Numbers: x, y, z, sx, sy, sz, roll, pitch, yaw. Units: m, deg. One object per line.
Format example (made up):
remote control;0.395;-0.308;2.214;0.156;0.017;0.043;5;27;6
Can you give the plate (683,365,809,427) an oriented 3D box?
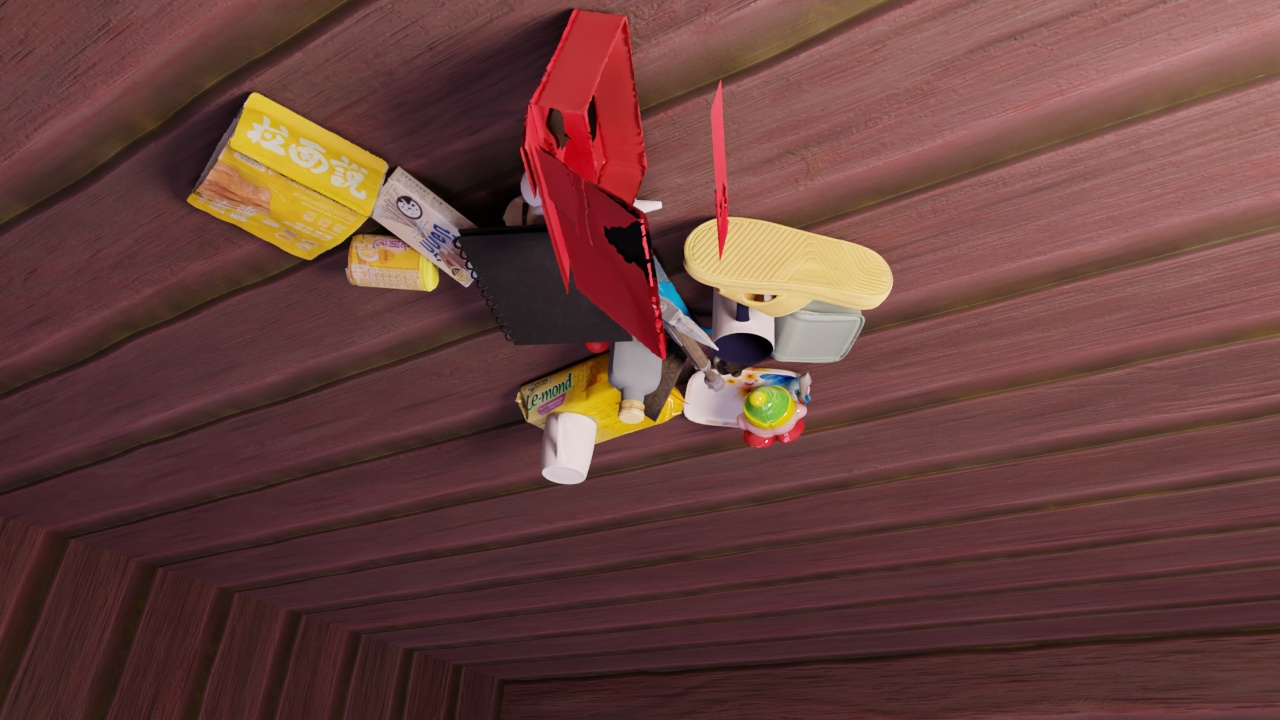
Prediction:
plate;0.164;0.057;1.447;0.187;0.016;0.187;5;150;0

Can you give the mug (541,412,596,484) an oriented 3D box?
mug;-0.115;0.129;1.404;0.081;0.087;0.114;1;149;8

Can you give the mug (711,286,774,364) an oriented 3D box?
mug;0.131;-0.064;1.167;0.079;0.096;0.112;1;149;7

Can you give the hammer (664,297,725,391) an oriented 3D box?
hammer;0.069;-0.011;1.179;0.147;0.028;0.317;37;176;24

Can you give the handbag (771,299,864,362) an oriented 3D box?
handbag;0.225;-0.054;1.199;0.106;0.067;0.122;-2;150;-6

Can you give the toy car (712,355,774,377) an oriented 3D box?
toy car;0.157;-0.015;1.310;0.113;0.040;0.048;-24;143;11

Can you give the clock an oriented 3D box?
clock;-0.070;-0.160;1.057;0.160;0.072;0.126;16;148;-18

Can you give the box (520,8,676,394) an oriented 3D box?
box;-0.044;-0.142;0.853;0.124;0.315;0.211;-9;148;1

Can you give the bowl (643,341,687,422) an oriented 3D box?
bowl;0.024;0.022;1.322;0.056;0.121;0.121;26;149;3

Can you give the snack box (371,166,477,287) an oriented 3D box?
snack box;-0.246;-0.156;1.093;0.150;0.026;0.082;37;140;-17

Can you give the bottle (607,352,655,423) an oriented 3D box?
bottle;-0.007;0.007;1.245;0.072;0.161;0.046;11;149;-11

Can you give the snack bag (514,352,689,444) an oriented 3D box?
snack bag;-0.065;0.068;1.449;0.248;0.068;0.159;-21;140;36

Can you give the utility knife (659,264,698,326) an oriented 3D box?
utility knife;0.045;-0.082;1.230;0.031;0.015;0.209;-7;151;17

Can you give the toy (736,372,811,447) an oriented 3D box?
toy;0.200;0.075;1.374;0.124;0.096;0.131;-8;124;16

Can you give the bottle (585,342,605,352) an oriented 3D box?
bottle;-0.076;-0.054;1.273;0.036;0.036;0.119;-5;148;16

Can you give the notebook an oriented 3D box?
notebook;-0.111;-0.086;1.107;0.169;0.019;0.232;-2;149;10

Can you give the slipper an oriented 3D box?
slipper;0.170;-0.104;1.097;0.263;0.099;0.079;8;151;-13

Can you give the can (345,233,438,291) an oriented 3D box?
can;-0.310;-0.124;1.159;0.105;0.067;0.068;4;150;2

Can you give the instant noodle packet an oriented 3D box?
instant noodle packet;-0.418;-0.192;1.063;0.163;0.084;0.222;25;150;-31

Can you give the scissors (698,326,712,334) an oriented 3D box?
scissors;0.102;-0.039;1.244;0.141;0.014;0.090;7;-172;-10
